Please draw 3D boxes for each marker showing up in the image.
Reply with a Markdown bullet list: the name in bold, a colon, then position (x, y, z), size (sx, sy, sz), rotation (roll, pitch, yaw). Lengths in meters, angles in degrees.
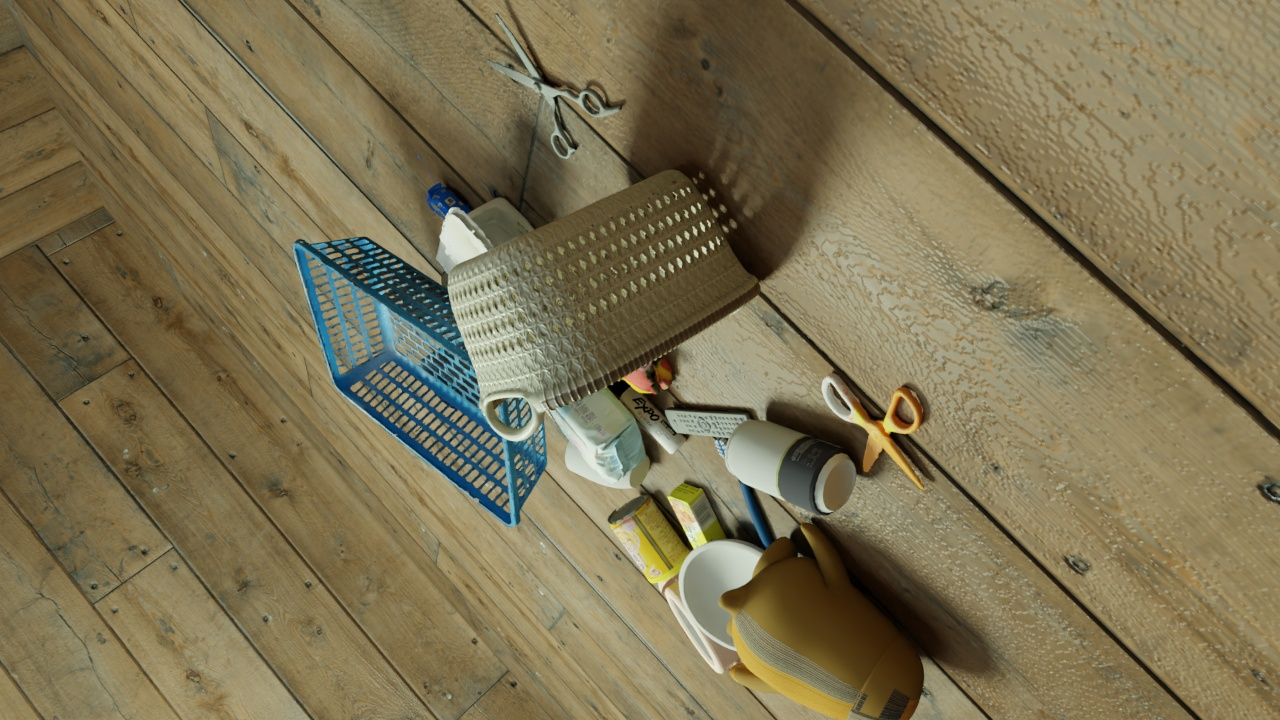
- **marker**: position (0.001, 0.054, 1.054), size (0.126, 0.025, 0.025), rotation (46, 153, 9)

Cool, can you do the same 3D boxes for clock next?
- **clock**: position (0.096, 0.341, 1.226), size (0.161, 0.086, 0.131), rotation (16, 137, 62)

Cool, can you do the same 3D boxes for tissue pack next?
- **tissue pack**: position (-0.071, 0.055, 1.081), size (0.182, 0.070, 0.112), rotation (45, 168, 25)

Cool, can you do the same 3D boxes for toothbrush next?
- **toothbrush**: position (0.117, 0.149, 1.008), size (0.014, 0.014, 0.168), rotation (1, 125, 42)

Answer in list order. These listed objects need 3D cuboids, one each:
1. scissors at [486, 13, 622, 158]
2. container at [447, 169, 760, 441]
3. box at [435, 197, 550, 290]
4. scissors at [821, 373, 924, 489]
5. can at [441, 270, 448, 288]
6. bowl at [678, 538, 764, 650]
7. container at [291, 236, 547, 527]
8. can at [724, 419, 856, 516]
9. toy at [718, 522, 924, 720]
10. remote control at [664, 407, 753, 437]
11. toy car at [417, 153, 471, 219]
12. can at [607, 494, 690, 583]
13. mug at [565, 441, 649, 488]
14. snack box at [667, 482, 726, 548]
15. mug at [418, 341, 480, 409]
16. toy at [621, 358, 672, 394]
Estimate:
- **scissors**: position (-0.078, -0.242, 0.822), size (0.174, 0.014, 0.142), rotation (21, 144, 42)
- **container**: position (-0.035, -0.053, 0.756), size (0.185, 0.245, 0.143), rotation (-9, 108, 55)
- **box**: position (-0.157, -0.123, 0.967), size (0.108, 0.125, 0.137), rotation (47, 150, 10)
- **scissors**: position (0.197, 0.056, 0.776), size (0.127, 0.011, 0.125), rotation (38, 149, 26)
- **can**: position (-0.194, -0.089, 1.103), size (0.086, 0.086, 0.043), rotation (31, 147, 33)
- **bowl**: position (0.122, 0.272, 1.089), size (0.150, 0.043, 0.150), rotation (11, 114, 25)
- **container**: position (-0.252, 0.009, 1.102), size (0.362, 0.089, 0.258), rotation (32, 141, 27)
- **can**: position (0.135, 0.096, 0.861), size (0.127, 0.064, 0.064), rotation (19, 139, 46)
- **toy**: position (0.196, 0.290, 0.945), size (0.203, 0.162, 0.199), rotation (31, 107, 29)
- **remote control**: position (0.073, 0.066, 0.970), size (0.137, 0.013, 0.033), rotation (1, 125, 56)
- **toy car**: position (-0.228, -0.194, 1.077), size (0.092, 0.033, 0.062), rotation (42, 158, 16)
- **can**: position (0.012, 0.235, 1.214), size (0.105, 0.067, 0.068), rotation (55, 153, -8)
- **mug**: position (-0.030, 0.129, 1.161), size (0.089, 0.071, 0.107), rotation (22, 170, 30)
- **snack box**: position (0.082, 0.218, 1.128), size (0.040, 0.028, 0.148), rotation (9, 132, 53)
- **mug**: position (-0.225, 0.013, 1.255), size (0.124, 0.103, 0.084), rotation (28, 145, 37)
- **toy**: position (-0.006, 0.006, 0.983), size (0.084, 0.046, 0.103), rotation (37, 170, -24)
